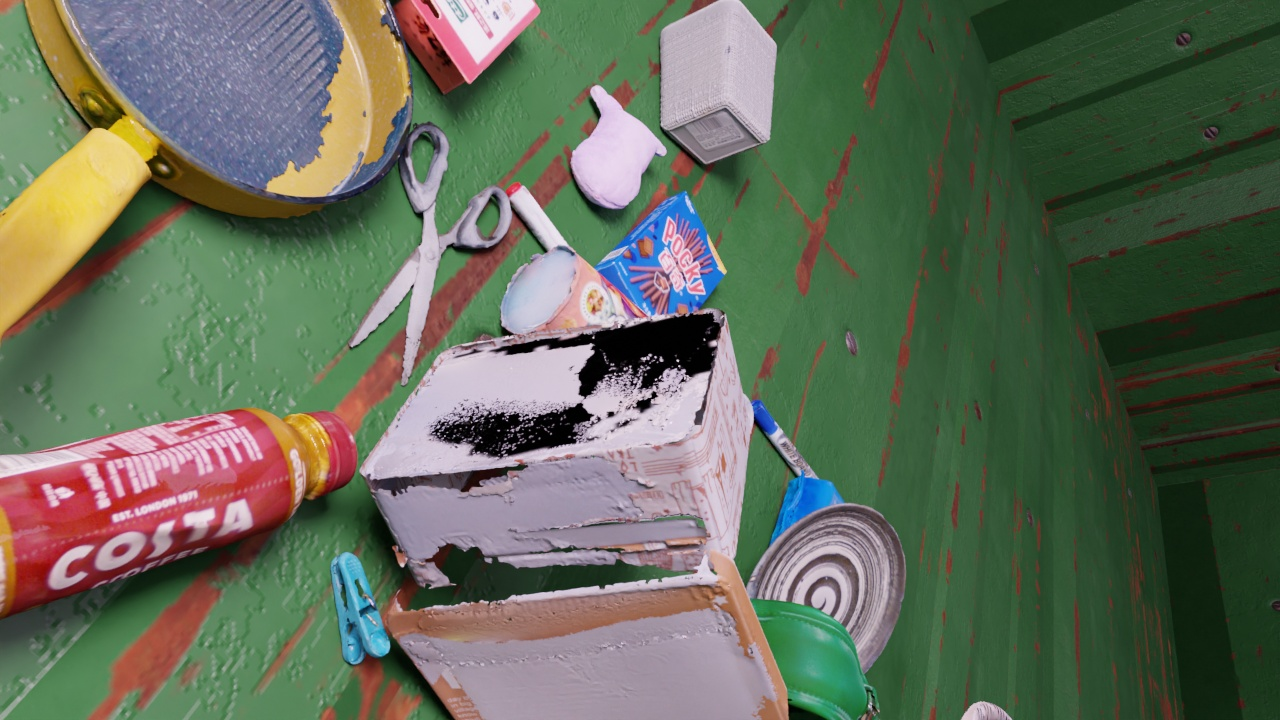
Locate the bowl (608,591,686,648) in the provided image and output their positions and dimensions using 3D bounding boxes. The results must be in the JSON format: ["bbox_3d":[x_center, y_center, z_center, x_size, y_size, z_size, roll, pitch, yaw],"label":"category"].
[{"bbox_3d":[-0.006,0.207,0.579,0.118,0.065,0.118,26,57,-48],"label":"bowl"}]

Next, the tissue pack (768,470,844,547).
[{"bbox_3d":[0.172,0.186,0.854,0.157,0.052,0.094,54,41,-26],"label":"tissue pack"}]

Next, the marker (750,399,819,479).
[{"bbox_3d":[0.145,0.091,0.888,0.146,0.017,0.016,51,40,-30],"label":"marker"}]

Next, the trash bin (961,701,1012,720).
[{"bbox_3d":[0.174,0.366,0.652,0.227,0.193,0.227,27,54,-47],"label":"trash bin"}]

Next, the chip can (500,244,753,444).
[{"bbox_3d":[-0.004,0.004,0.664,0.214,0.071,0.071,38,47,-40],"label":"chip can"}]

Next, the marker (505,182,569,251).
[{"bbox_3d":[-0.051,-0.070,0.675,0.145,0.017,0.017,53,39,-28],"label":"marker"}]

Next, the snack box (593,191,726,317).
[{"bbox_3d":[0.020,-0.075,0.770,0.084,0.026,0.156,61,36,-17],"label":"snack box"}]

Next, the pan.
[{"bbox_3d":[-0.210,-0.116,0.412,0.198,0.078,0.356,48,41,-32],"label":"pan"}]

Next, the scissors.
[{"bbox_3d":[-0.128,-0.071,0.569,0.170,0.014,0.159,-17,91,-55],"label":"scissors"}]

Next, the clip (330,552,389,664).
[{"bbox_3d":[-0.143,0.124,0.460,0.015,0.049,0.057,-6,72,-53],"label":"clip"}]

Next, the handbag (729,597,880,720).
[{"bbox_3d":[0.097,0.225,0.664,0.120,0.132,0.067,47,51,-39],"label":"handbag"}]

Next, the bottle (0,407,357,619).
[{"bbox_3d":[-0.197,0.055,0.376,0.174,0.058,0.057,-14,88,-56],"label":"bottle"}]

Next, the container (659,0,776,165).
[{"bbox_3d":[0.073,-0.259,0.871,0.090,0.090,0.114,29,57,-46],"label":"container"}]

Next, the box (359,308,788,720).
[{"bbox_3d":[-0.020,0.099,0.494,0.156,0.183,0.193,-71,149,-55],"label":"box"}]

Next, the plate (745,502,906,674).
[{"bbox_3d":[0.153,0.205,0.785,0.179,0.024,0.179,-7,104,-29],"label":"plate"}]

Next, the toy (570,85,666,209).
[{"bbox_3d":[-0.022,-0.167,0.739,0.084,0.039,0.107,39,50,-20],"label":"toy"}]

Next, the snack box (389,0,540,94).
[{"bbox_3d":[-0.134,-0.248,0.606,0.113,0.044,0.126,55,37,-27],"label":"snack box"}]
